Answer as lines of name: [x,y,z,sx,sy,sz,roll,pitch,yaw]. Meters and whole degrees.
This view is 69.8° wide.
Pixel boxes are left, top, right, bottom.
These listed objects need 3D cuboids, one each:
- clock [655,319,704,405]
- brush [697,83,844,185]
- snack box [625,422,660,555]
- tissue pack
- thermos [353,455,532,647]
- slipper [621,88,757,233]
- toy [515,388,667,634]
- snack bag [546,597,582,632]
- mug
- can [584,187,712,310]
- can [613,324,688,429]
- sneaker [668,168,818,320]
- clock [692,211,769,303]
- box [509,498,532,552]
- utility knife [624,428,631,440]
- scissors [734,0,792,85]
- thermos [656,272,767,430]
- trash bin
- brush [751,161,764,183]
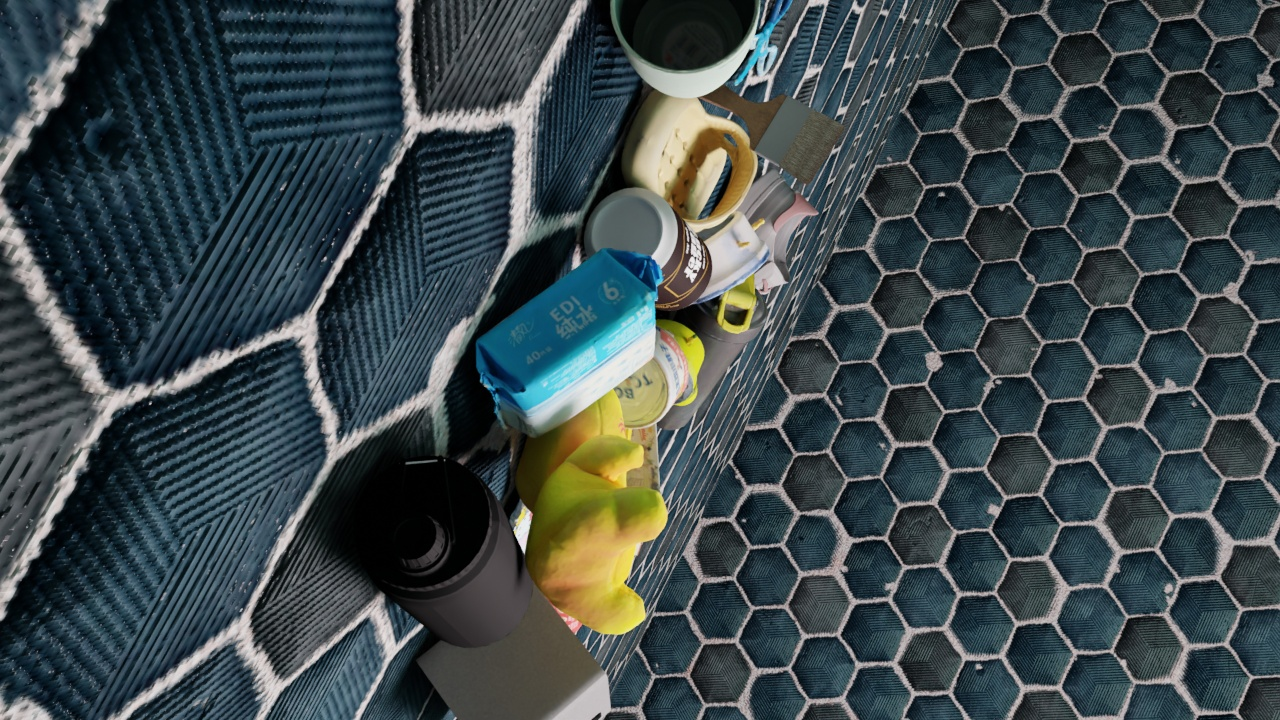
clock: [0.022,0.010,0.971,0.119,0.083,0.056,98,14,-48]
brush: [0.069,-0.177,0.635,0.045,0.143,0.008,-57,167,10]
snack box: [-0.013,0.106,0.942,0.143,0.041,0.146,104,-13,-55]
tissue pack: [-0.045,-0.013,0.627,0.144,0.061,0.093,-36,159,-13]
thermos: [-0.122,0.123,0.585,0.086,0.086,0.199,-59,167,-23]
slipper: [0.050,-0.152,0.770,0.111,0.079,0.261,-62,168,5]
toy: [-0.046,0.100,0.669,0.193,0.087,0.135,-110,-154,-57]
snack bag: [-0.088,0.236,0.991,0.082,0.082,0.177,-54,163,-38]
mug: [0.028,-0.219,0.560,0.104,0.084,0.111,-43,130,-84]
can: [0.009,-0.083,0.716,0.072,0.072,0.128,-64,160,1]
can: [-0.007,0.011,0.761,0.043,0.086,0.086,-49,161,-56]
sneaker: [0.122,-0.101,1.068,0.237,0.089,0.099,-58,164,20]
clock: [0.059,-0.090,0.852,0.126,0.052,0.088,-24,-162,32]
box: [-0.076,0.095,0.846,0.152,0.037,0.202,-40,154,-56]
utility knife: [-0.005,0.005,0.849,0.030,0.017,0.159,-124,-136,-81]
scissors: [0.121,-0.318,0.887,0.139,0.013,0.118,-37,151,-61]
thermos: [0.066,-0.013,1.033,0.097,0.098,0.221,-50,172,-48]
trash bin: [-0.110,0.307,0.860,0.114,0.114,0.229,-36,158,-18]
brush: [0.127,-0.193,1.117,0.041,0.030,0.172,-60,168,-16]
